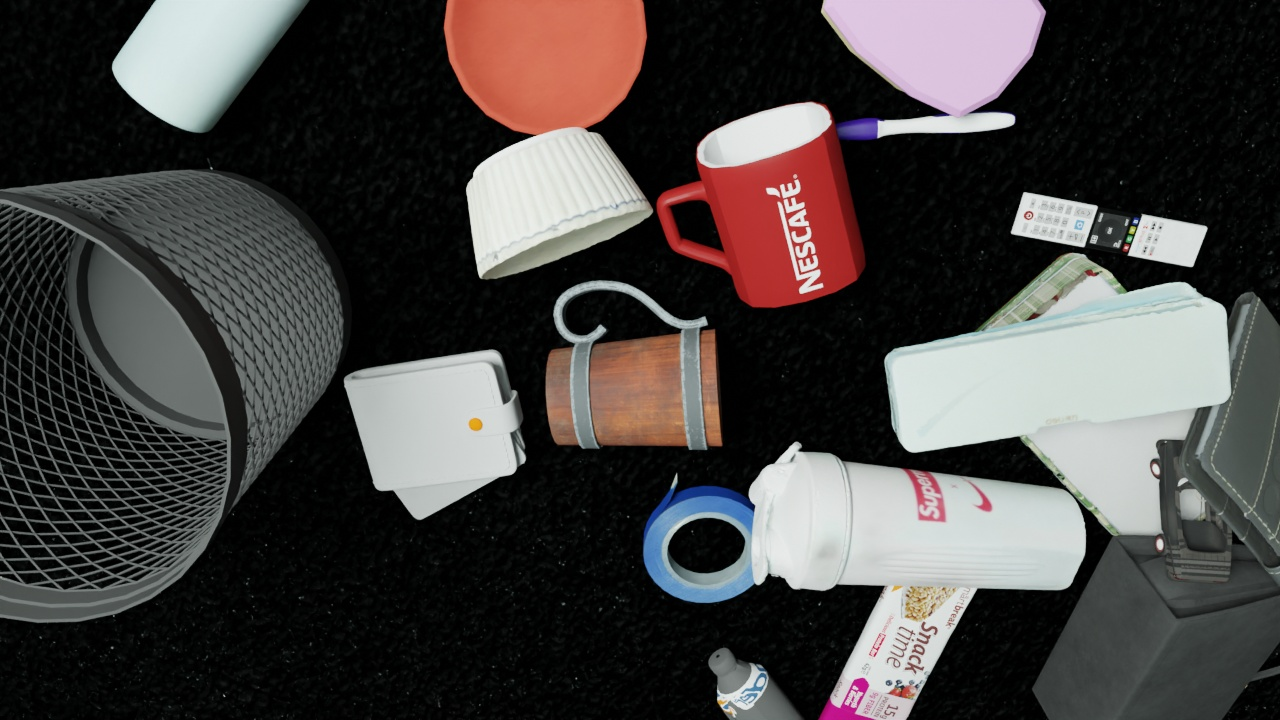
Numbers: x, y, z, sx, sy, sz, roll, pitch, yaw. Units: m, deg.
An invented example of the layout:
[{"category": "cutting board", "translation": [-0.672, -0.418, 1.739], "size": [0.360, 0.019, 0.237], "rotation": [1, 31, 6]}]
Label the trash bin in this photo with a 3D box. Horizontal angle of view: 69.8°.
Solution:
[{"category": "trash bin", "translation": [-0.299, -0.005, 0.541], "size": [0.218, 0.227, 0.218], "rotation": [1, 108, 1]}]

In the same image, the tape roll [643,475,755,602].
[{"category": "tape roll", "translation": [0.049, 0.139, 0.690], "size": [0.093, 0.016, 0.091], "rotation": [22, 108, -6]}]

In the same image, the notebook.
[{"category": "notebook", "translation": [0.437, 0.082, 0.602], "size": [0.209, 0.169, 0.030], "rotation": [44, 148, -10]}]

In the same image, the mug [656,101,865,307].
[{"category": "mug", "translation": [0.072, -0.092, 0.571], "size": [0.116, 0.080, 0.097], "rotation": [-14, 122, 13]}]

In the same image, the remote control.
[{"category": "remote control", "translation": [0.309, -0.087, 0.609], "size": [0.124, 0.011, 0.028], "rotation": [10, 109, -2]}]

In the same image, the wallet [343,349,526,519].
[{"category": "wallet", "translation": [-0.141, 0.057, 0.658], "size": [0.118, 0.037, 0.115], "rotation": [-8, 108, 8]}]

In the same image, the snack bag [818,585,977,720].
[{"category": "snack bag", "translation": [0.200, 0.232, 0.717], "size": [0.070, 0.016, 0.197], "rotation": [18, 108, -6]}]

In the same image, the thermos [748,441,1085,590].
[{"category": "thermos", "translation": [0.188, 0.115, 0.645], "size": [0.220, 0.099, 0.099], "rotation": [5, 109, -5]}]

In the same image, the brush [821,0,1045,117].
[{"category": "brush", "translation": [0.132, -0.240, 0.546], "size": [0.228, 0.043, 0.089], "rotation": [35, 106, -10]}]

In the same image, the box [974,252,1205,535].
[{"category": "box", "translation": [0.321, 0.034, 0.632], "size": [0.205, 0.050, 0.118], "rotation": [42, 107, -11]}]

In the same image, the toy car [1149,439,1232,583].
[{"category": "toy car", "translation": [0.359, 0.096, 0.593], "size": [0.040, 0.037, 0.092], "rotation": [3, 78, 3]}]

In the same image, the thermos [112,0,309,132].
[{"category": "thermos", "translation": [-0.229, -0.234, 0.548], "size": [0.207, 0.065, 0.078], "rotation": [-45, 125, 14]}]

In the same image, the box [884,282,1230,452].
[{"category": "box", "translation": [0.256, 0.006, 0.574], "size": [0.199, 0.067, 0.083], "rotation": [-12, 128, 8]}]

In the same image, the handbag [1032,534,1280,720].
[{"category": "handbag", "translation": [0.417, 0.207, 0.663], "size": [0.195, 0.072, 0.176], "rotation": [-2, 127, -9]}]

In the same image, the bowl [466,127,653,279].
[{"category": "bowl", "translation": [-0.057, -0.100, 0.569], "size": [0.115, 0.115, 0.062], "rotation": [-21, 92, 8]}]

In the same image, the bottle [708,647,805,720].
[{"category": "bottle", "translation": [0.091, 0.271, 0.718], "size": [0.047, 0.047, 0.112], "rotation": [-34, 105, 12]}]

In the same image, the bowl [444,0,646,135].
[{"category": "bowl", "translation": [-0.057, -0.203, 0.569], "size": [0.122, 0.035, 0.122], "rotation": [1, 109, 1]}]

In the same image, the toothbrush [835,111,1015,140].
[{"category": "toothbrush", "translation": [0.146, -0.149, 0.591], "size": [0.187, 0.016, 0.015], "rotation": [-4, 111, 2]}]

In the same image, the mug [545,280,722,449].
[{"category": "mug", "translation": [-0.004, 0.004, 0.621], "size": [0.111, 0.081, 0.117], "rotation": [-4, 91, 7]}]
